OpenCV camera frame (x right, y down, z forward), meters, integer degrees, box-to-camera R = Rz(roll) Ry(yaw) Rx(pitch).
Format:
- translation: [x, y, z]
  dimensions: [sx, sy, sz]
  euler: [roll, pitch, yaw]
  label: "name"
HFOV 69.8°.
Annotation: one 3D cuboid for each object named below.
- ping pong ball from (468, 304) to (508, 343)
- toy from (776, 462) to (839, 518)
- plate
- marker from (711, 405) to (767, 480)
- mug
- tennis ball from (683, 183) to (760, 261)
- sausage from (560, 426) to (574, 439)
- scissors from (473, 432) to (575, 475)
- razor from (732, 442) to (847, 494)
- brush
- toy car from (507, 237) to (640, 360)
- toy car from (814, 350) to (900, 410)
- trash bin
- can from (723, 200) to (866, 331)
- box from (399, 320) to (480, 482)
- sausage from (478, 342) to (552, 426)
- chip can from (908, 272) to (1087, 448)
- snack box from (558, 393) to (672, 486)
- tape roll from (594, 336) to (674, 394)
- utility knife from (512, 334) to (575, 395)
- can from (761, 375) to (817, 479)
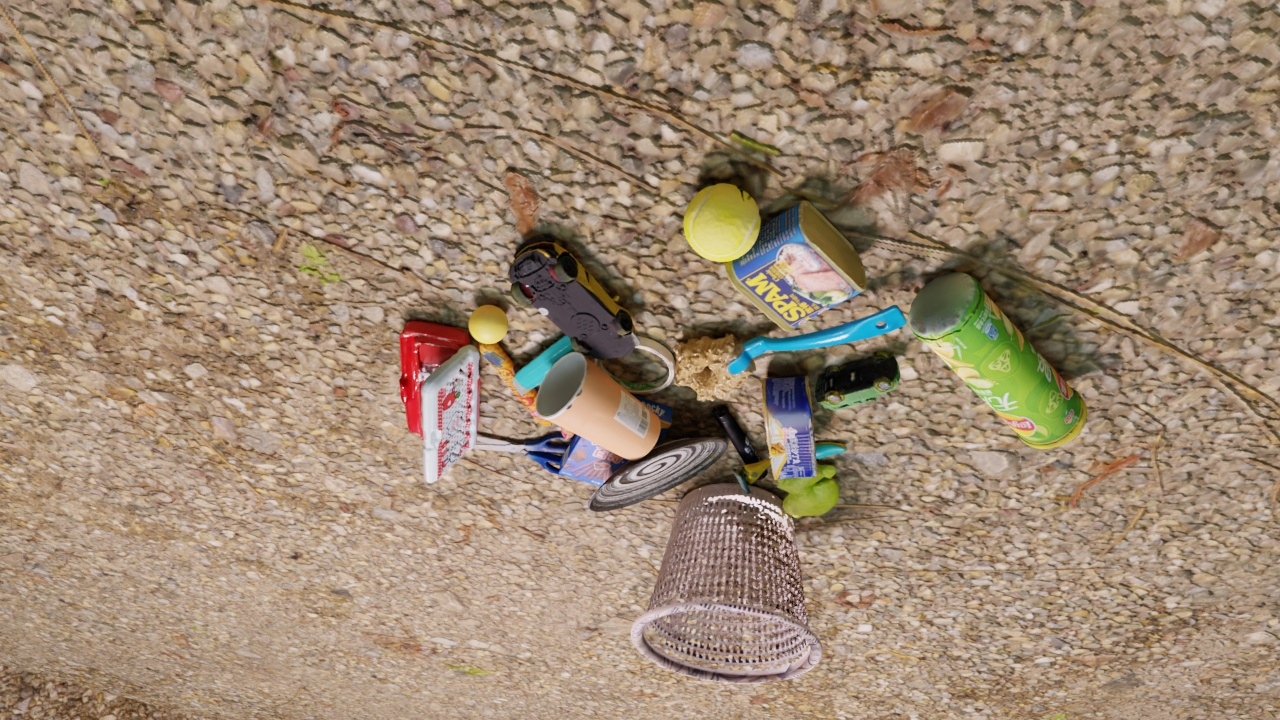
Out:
- translation: [-0.156, -0.037, 0.941]
  dimensions: [0.040, 0.040, 0.040]
  euler: [6, 141, 4]
  label: "ping pong ball"
- translation: [0.207, 0.158, 1.116]
  dimensions: [0.100, 0.031, 0.097]
  euler: [34, 127, -30]
  label: "toy"
- translation: [0.018, 0.126, 1.066]
  dimensions: [0.179, 0.024, 0.180]
  euler: [-21, 159, -9]
  label: "plate"
- translation: [0.117, 0.097, 1.070]
  dimensions: [0.022, 0.020, 0.132]
  euler: [2, 143, 34]
  label: "marker"
- translation: [-0.040, 0.054, 0.972]
  dimensions: [0.122, 0.078, 0.078]
  euler: [34, 135, -31]
  label: "mug"
- translation: [0.069, -0.117, 0.776]
  dimensions: [0.065, 0.065, 0.066]
  euler: [6, 141, 4]
  label: "tennis ball"
- translation: [-0.082, 0.046, 1.047]
  dimensions: [0.020, 0.020, 0.156]
  euler: [8, 142, 2]
  label: "sausage"
- translation: [-0.147, 0.116, 1.151]
  dimensions: [0.171, 0.012, 0.141]
  euler: [-14, 134, 24]
  label: "scissors"
- translation: [0.175, 0.118, 1.068]
  dimensions: [0.133, 0.028, 0.043]
  euler: [-20, 132, 9]
  label: "razor"
- translation: [0.136, -0.012, 0.902]
  dimensions: [0.255, 0.045, 0.083]
  euler: [-15, 132, 36]
  label: "brush"
- translation: [-0.064, -0.056, 0.898]
  dimensions: [0.071, 0.041, 0.156]
  euler: [-22, 129, 34]
  label: "toy car"
- translation: [0.223, 0.023, 0.938]
  dimensions: [0.091, 0.043, 0.036]
  euler: [-22, 129, 35]
  label: "toy car"
- translation: [0.112, 0.270, 1.145]
  dimensions: [0.227, 0.191, 0.228]
  euler: [6, 141, 5]
  label: "trash bin"
- translation: [0.138, -0.083, 0.813]
  dimensions: [0.083, 0.057, 0.102]
  euler: [-29, 128, 35]
  label: "can"
- translation: [-0.228, 0.056, 1.027]
  dimensions: [0.095, 0.098, 0.202]
  euler: [10, 141, -3]
  label: "box"
- translation: [-0.138, 0.025, 1.030]
  dimensions: [0.021, 0.021, 0.165]
  euler: [-11, 137, 23]
  label: "sausage"
- translation: [0.338, 0.003, 0.866]
  dimensions: [0.073, 0.072, 0.221]
  euler: [-28, 128, 37]
  label: "chip can"
- translation: [-0.031, 0.097, 1.083]
  dimensions: [0.084, 0.026, 0.158]
  euler: [19, 136, -13]
  label: "snack box"
- translation: [-0.006, 0.006, 0.986]
  dimensions: [0.086, 0.013, 0.086]
  euler: [5, 141, 4]
  label: "tape roll"
- translation: [-0.082, -0.009, 0.974]
  dimensions: [0.165, 0.013, 0.029]
  euler: [-34, 119, 31]
  label: "utility knife"
- translation: [0.162, 0.074, 0.989]
  dimensions: [0.049, 0.074, 0.148]
  euler: [-4, 140, 11]
  label: "can"
